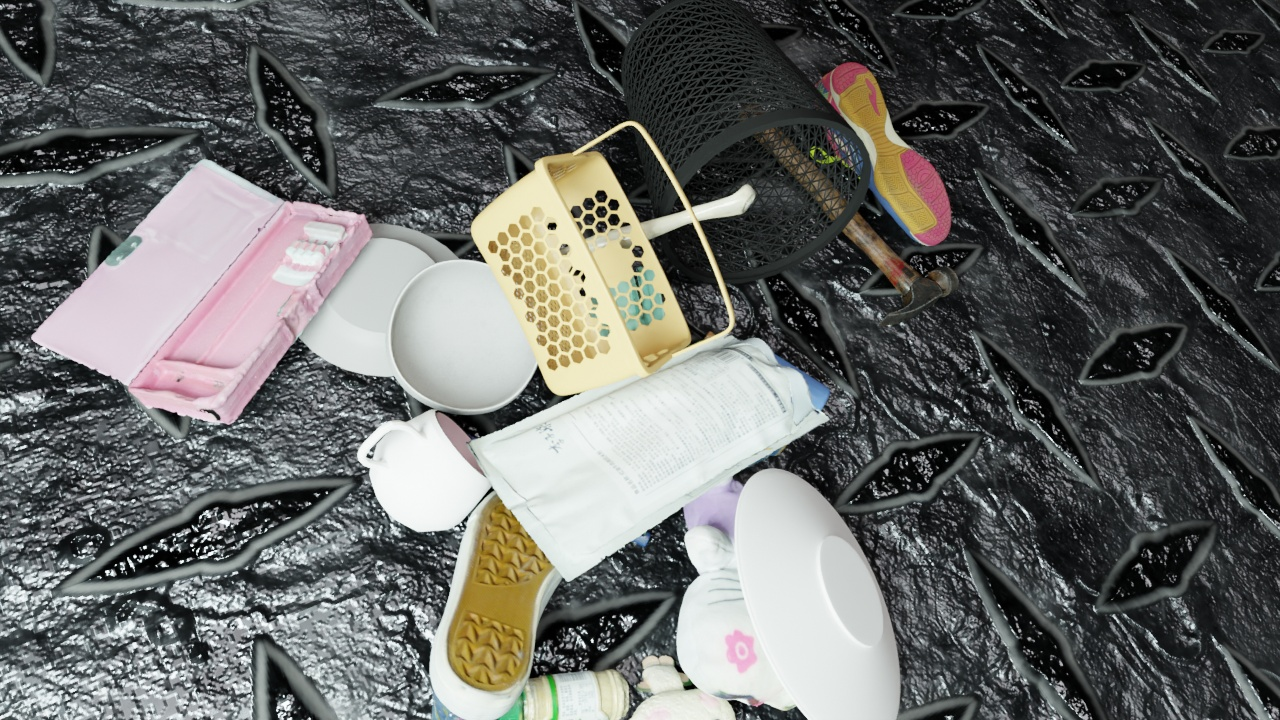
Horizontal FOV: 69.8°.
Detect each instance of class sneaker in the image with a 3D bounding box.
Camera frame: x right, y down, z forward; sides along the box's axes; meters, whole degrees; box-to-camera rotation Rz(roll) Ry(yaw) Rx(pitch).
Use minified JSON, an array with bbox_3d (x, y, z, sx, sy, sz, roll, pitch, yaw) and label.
[{"bbox_3d":[-0.108,0.179,0.678,0.087,0.079,0.235,26,26,-6],"label":"sneaker"},{"bbox_3d":[0.289,-0.241,1.113,0.116,0.091,0.242,-32,92,-27],"label":"sneaker"}]

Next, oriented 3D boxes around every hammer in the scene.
[{"bbox_3d":[0.220,-0.181,1.071,0.119,0.033,0.330,-29,70,-31],"label":"hammer"}]

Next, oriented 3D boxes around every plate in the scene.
[{"bbox_3d":[-0.235,-0.065,0.843,0.172,0.019,0.172,9,56,-14],"label":"plate"},{"bbox_3d":[0.157,0.188,0.735,0.229,0.030,0.228,36,38,-34],"label":"plate"}]

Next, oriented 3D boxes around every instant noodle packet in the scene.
[{"bbox_3d":[0.012,0.063,0.742,0.268,0.057,0.147,-26,51,-27],"label":"instant noodle packet"}]

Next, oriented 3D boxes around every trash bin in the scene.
[{"bbox_3d":[0.089,-0.244,0.966,0.216,0.218,0.243,-4,53,-22],"label":"trash bin"}]

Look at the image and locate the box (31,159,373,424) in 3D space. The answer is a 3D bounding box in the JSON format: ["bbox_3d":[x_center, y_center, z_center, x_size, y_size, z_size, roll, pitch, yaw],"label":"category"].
[{"bbox_3d":[-0.359,-0.061,0.782,0.180,0.055,0.232,20,54,6],"label":"box"}]

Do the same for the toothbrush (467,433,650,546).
[{"bbox_3d":[-0.077,0.109,0.786,0.190,0.017,0.016,27,55,0],"label":"toothbrush"}]

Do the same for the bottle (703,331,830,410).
[{"bbox_3d":[0.118,0.013,0.897,0.131,0.048,0.047,33,54,3],"label":"bottle"}]

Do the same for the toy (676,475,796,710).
[{"bbox_3d":[0.078,0.180,0.746,0.137,0.086,0.208,31,41,-31],"label":"toy"}]

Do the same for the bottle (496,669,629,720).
[{"bbox_3d":[-0.065,0.253,0.682,0.109,0.043,0.042,2,58,-20],"label":"bottle"}]

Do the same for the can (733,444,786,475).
[{"bbox_3d":[0.083,0.054,0.853,0.059,0.054,0.099,-24,69,-23],"label":"can"}]

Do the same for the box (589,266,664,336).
[{"bbox_3d":[-0.010,0.005,0.849,0.079,0.077,0.188,-7,60,-4],"label":"box"}]

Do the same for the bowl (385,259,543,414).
[{"bbox_3d":[-0.155,-0.018,0.802,0.131,0.064,0.131,2,83,-17],"label":"bowl"}]

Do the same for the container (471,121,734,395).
[{"bbox_3d":[-0.023,-0.080,0.749,0.183,0.167,0.129,63,28,-4],"label":"container"}]

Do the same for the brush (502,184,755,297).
[{"bbox_3d":[-0.023,-0.108,0.853,0.272,0.062,0.077,-21,90,6],"label":"brush"}]

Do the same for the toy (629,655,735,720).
[{"bbox_3d":[0.030,0.277,0.698,0.087,0.050,0.112,-6,66,-23],"label":"toy"}]

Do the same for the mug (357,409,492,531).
[{"bbox_3d":[-0.173,0.083,0.709,0.076,0.124,0.090,-39,56,1],"label":"mug"}]

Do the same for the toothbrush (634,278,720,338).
[{"bbox_3d":[0.017,-0.063,0.934,0.188,0.014,0.017,35,41,5],"label":"toothbrush"}]
